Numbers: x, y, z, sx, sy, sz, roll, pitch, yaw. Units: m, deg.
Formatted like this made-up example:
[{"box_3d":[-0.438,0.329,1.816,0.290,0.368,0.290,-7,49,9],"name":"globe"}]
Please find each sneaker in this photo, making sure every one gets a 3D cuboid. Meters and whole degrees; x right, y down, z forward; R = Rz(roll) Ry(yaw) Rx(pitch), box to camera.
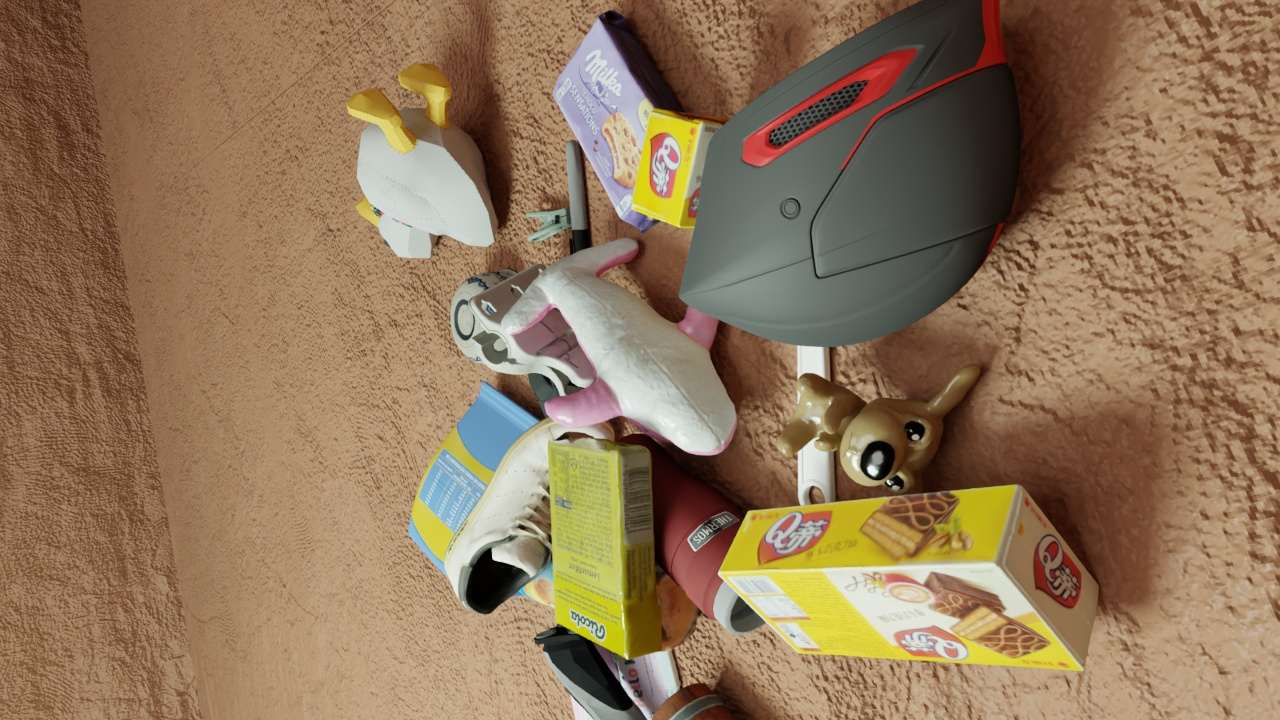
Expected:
[{"box_3d":[-0.111,0.156,0.918,0.242,0.089,0.102,-52,23,9],"name":"sneaker"}]

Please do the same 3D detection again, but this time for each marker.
[{"box_3d":[-0.067,-0.159,0.948,0.016,0.022,0.138,-3,93,55],"name":"marker"}]

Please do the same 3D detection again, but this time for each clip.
[{"box_3d":[-0.096,-0.148,0.984,0.075,0.023,0.035,-4,90,48],"name":"clip"},{"box_3d":[-0.099,-0.018,0.939,0.151,0.125,0.092,52,133,-2],"name":"clip"}]

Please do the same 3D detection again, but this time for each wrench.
[{"box_3d":[0.138,-0.009,0.729,0.066,0.018,0.273,4,98,49],"name":"wrench"}]

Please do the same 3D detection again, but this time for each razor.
[{"box_3d":[-0.040,0.321,0.898,0.156,0.057,0.060,54,129,18],"name":"razor"}]

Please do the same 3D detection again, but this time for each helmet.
[{"box_3d":[0.138,-0.099,0.603,0.265,0.163,0.170,-26,91,30],"name":"helmet"}]

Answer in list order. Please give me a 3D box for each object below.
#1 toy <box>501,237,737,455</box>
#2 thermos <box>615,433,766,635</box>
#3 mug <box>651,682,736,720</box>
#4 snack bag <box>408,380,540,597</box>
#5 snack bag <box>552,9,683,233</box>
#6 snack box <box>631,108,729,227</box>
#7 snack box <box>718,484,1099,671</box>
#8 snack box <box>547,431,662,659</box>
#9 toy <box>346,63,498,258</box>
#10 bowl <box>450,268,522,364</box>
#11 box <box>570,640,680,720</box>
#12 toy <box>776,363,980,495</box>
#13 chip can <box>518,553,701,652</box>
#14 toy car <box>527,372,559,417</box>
[{"box_3d":[-0.005,0.005,0.841,0.265,0.186,0.128,48,168,32],"name":"toy"},{"box_3d":[0.044,0.156,0.816,0.198,0.083,0.108,39,153,43],"name":"thermos"},{"box_3d":[0.056,0.365,0.813,0.117,0.081,0.111,-57,47,14],"name":"mug"},{"box_3d":[-0.171,0.145,1.055,0.159,0.102,0.205,29,105,44],"name":"snack bag"},{"box_3d":[-0.011,-0.224,0.849,0.097,0.058,0.205,-48,56,38],"name":"snack bag"},{"box_3d":[0.057,-0.152,0.738,0.061,0.105,0.084,31,117,44],"name":"snack box"},{"box_3d":[0.174,0.152,0.629,0.110,0.061,0.231,47,144,-20],"name":"snack box"},{"box_3d":[-0.032,0.154,0.803,0.121,0.045,0.181,1,95,55],"name":"snack box"},{"box_3d":[-0.262,-0.209,1.096,0.247,0.140,0.268,35,146,23],"name":"toy"},{"box_3d":[-0.178,-0.048,1.063,0.116,0.059,0.115,8,100,49],"name":"bowl"},{"box_3d":[-0.015,0.359,0.931,0.155,0.044,0.201,-29,72,47],"name":"box"},{"box_3d":[0.160,0.049,0.648,0.108,0.105,0.134,24,114,22],"name":"toy"},{"box_3d":[-0.041,0.225,0.919,0.230,0.079,0.080,1,95,52],"name":"chip can"},{"box_3d":[-0.102,0.019,1.000,0.046,0.034,0.112,-39,65,45],"name":"toy car"}]
